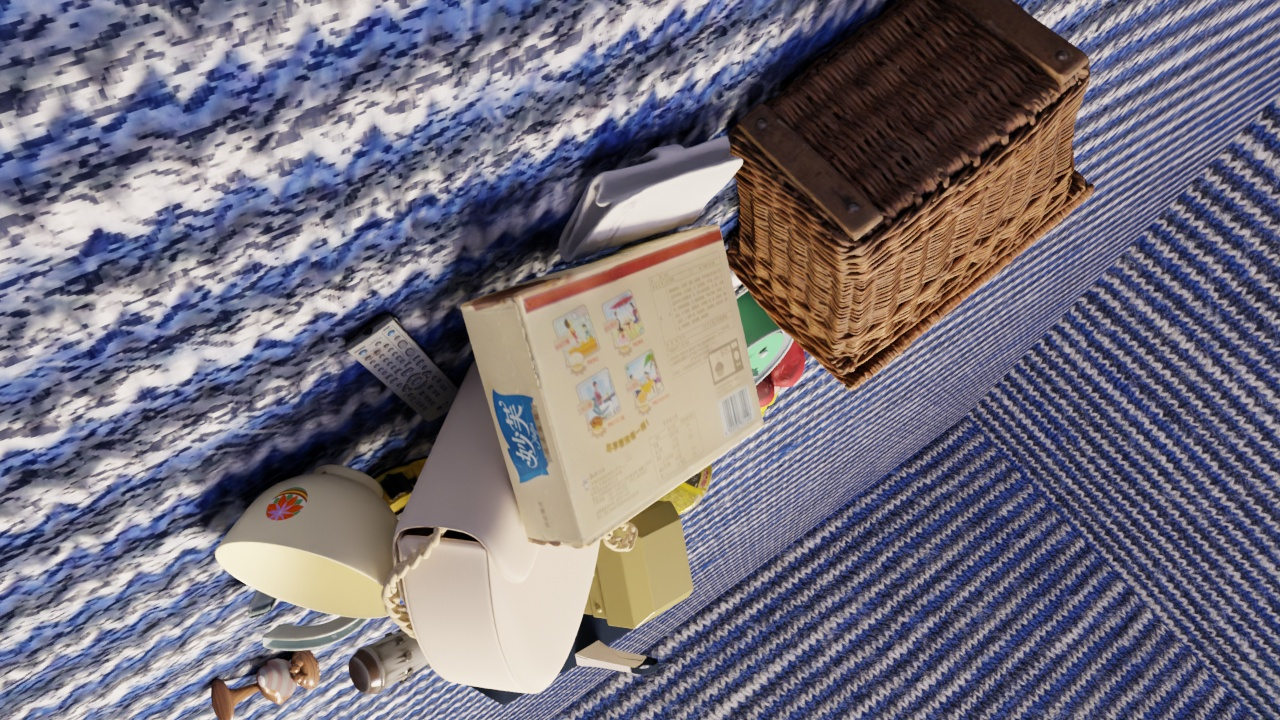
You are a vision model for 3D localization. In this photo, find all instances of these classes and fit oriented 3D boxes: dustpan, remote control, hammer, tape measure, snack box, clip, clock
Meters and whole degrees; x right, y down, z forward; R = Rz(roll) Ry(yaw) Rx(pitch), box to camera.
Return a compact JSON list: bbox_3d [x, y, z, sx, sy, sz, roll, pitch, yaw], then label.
[{"bbox_3d":[-0.092,0.303,1.024,0.274,0.080,0.235,-14,-179,42],"label":"dustpan"},{"bbox_3d":[-0.146,0.008,0.584,0.033,0.013,0.136,-36,160,-7],"label":"remote control"},{"bbox_3d":[-0.121,0.225,0.855,0.191,0.100,0.323,-7,-174,41],"label":"hammer"},{"bbox_3d":[-0.186,0.109,0.695,0.072,0.042,0.072,-47,163,24],"label":"tape measure"},{"bbox_3d":[-0.007,0.008,0.596,0.055,0.153,0.206,-4,-165,40],"label":"snack box"},{"bbox_3d":[-0.228,0.155,0.718,0.162,0.108,0.028,-20,154,-34],"label":"clip"},{"bbox_3d":[0.100,-0.014,0.874,0.161,0.075,0.122,-32,159,-21],"label":"clock"}]

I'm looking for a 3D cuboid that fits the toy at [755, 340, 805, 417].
[{"bbox_3d":[0.115,0.035,0.997,0.124,0.097,0.132,-42,-171,-18],"label":"toy"}]

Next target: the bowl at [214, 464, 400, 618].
[{"bbox_3d":[-0.205,0.112,0.603,0.118,0.118,0.073,109,-5,-56],"label":"bowl"}]

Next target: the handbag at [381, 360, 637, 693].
[{"bbox_3d":[-0.080,0.117,0.643,0.209,0.103,0.210,77,21,-45],"label":"handbag"}]

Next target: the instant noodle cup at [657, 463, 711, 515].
[{"bbox_3d":[0.012,0.112,0.980,0.102,0.102,0.108,-42,151,8],"label":"instant noodle cup"}]

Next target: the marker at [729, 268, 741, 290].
[{"bbox_3d":[0.103,-0.094,0.793,0.142,0.020,0.020,-44,159,14],"label":"marker"}]

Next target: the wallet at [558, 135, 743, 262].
[{"bbox_3d":[0.004,-0.105,0.587,0.116,0.032,0.086,-25,167,-38],"label":"wallet"}]

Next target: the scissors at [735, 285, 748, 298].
[{"bbox_3d":[0.140,-0.100,0.821,0.149,0.019,0.122,-40,174,10],"label":"scissors"}]

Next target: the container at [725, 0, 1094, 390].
[{"bbox_3d":[0.186,-0.135,0.654,0.250,0.162,0.183,-39,156,-2],"label":"container"}]

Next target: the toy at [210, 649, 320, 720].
[{"bbox_3d":[-0.332,0.291,0.833,0.055,0.041,0.101,-20,172,13],"label":"toy"}]
